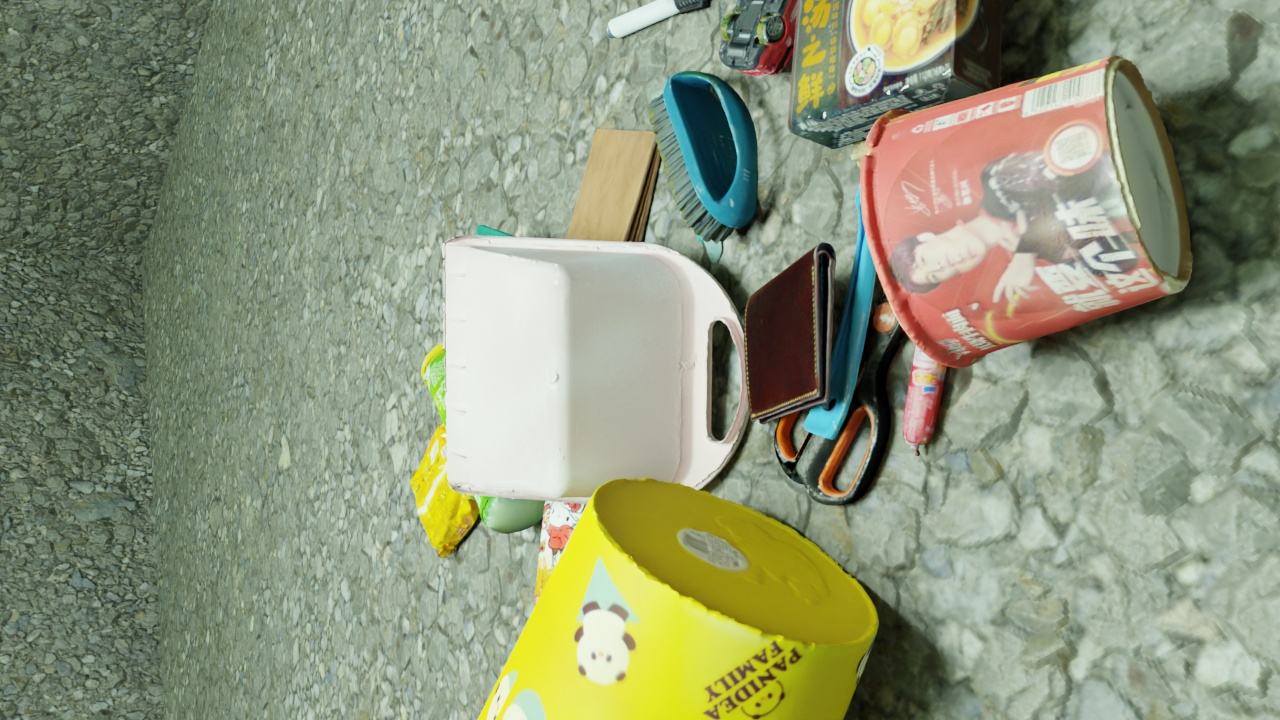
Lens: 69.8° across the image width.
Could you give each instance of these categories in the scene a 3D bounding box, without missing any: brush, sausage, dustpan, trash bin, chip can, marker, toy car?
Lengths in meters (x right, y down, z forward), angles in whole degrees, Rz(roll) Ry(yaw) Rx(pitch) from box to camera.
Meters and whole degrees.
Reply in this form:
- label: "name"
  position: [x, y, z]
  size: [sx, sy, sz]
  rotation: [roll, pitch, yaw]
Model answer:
- label: "brush"
  position: [0.142, -0.076, 0.554]
  size: [0.083, 0.045, 0.255]
  rotation: [22, 101, 54]
- label: "sausage"
  position: [0.171, -0.020, 0.531]
  size: [0.020, 0.020, 0.156]
  rotation: [17, 105, 53]
- label: "brush"
  position: [0.053, -0.161, 0.683]
  size: [0.074, 0.055, 0.143]
  rotation: [-42, 53, 42]
- label: "dustpan"
  position: [-0.047, 0.013, 0.737]
  size: [0.274, 0.138, 0.222]
  rotation: [12, 102, 56]
- label: "trash bin"
  position: [0.009, 0.228, 0.566]
  size: [0.230, 0.229, 0.255]
  rotation: [37, 109, 49]
- label: "chip can"
  position: [-0.155, 0.073, 0.914]
  size: [0.073, 0.072, 0.221]
  rotation: [-61, 42, 28]
- label: "marker"
  position: [0.013, -0.297, 0.786]
  size: [0.131, 0.018, 0.022]
  rotation: [3, 97, 53]
- label: "toy car"
  position: [0.098, -0.258, 0.645]
  size: [0.053, 0.045, 0.120]
  rotation: [33, 104, 48]

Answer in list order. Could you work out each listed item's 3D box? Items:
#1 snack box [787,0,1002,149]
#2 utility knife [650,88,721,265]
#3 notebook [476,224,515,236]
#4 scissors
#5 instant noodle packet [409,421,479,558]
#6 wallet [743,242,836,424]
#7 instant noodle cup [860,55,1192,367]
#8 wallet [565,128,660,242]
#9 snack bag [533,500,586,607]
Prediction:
- label: "snack box"
  position: [0.143, -0.193, 0.511]
  size: [0.113, 0.053, 0.125]
  rotation: [-5, 78, 53]
- label: "utility knife"
  position: [0.038, -0.152, 0.738]
  size: [0.029, 0.013, 0.171]
  rotation: [-39, 59, 46]
- label: "notebook"
  position: [-0.110, -0.034, 0.830]
  size: [0.209, 0.012, 0.150]
  rotation: [25, 108, 51]
- label: "scissors"
  position: [0.139, -0.022, 0.579]
  size: [0.125, 0.021, 0.235]
  rotation: [18, 100, 53]
- label: "instant noodle packet"
  position: [-0.205, 0.136, 0.995]
  size: [0.129, 0.044, 0.110]
  rotation: [-53, 53, 40]
- label: "wallet"
  position: [0.095, -0.012, 0.594]
  size: [0.122, 0.020, 0.096]
  rotation: [138, 133, -74]
- label: "instant noodle cup"
  position: [0.186, -0.072, 0.437]
  size: [0.109, 0.137, 0.137]
  rotation: [-14, 74, 43]
- label: "wallet"
  position: [-0.025, -0.147, 0.815]
  size: [0.101, 0.020, 0.115]
  rotation: [24, 101, 53]
- label: "snack bag"
  position: [-0.045, 0.131, 0.780]
  size: [0.129, 0.073, 0.207]
  rotation: [-19, 63, 51]
